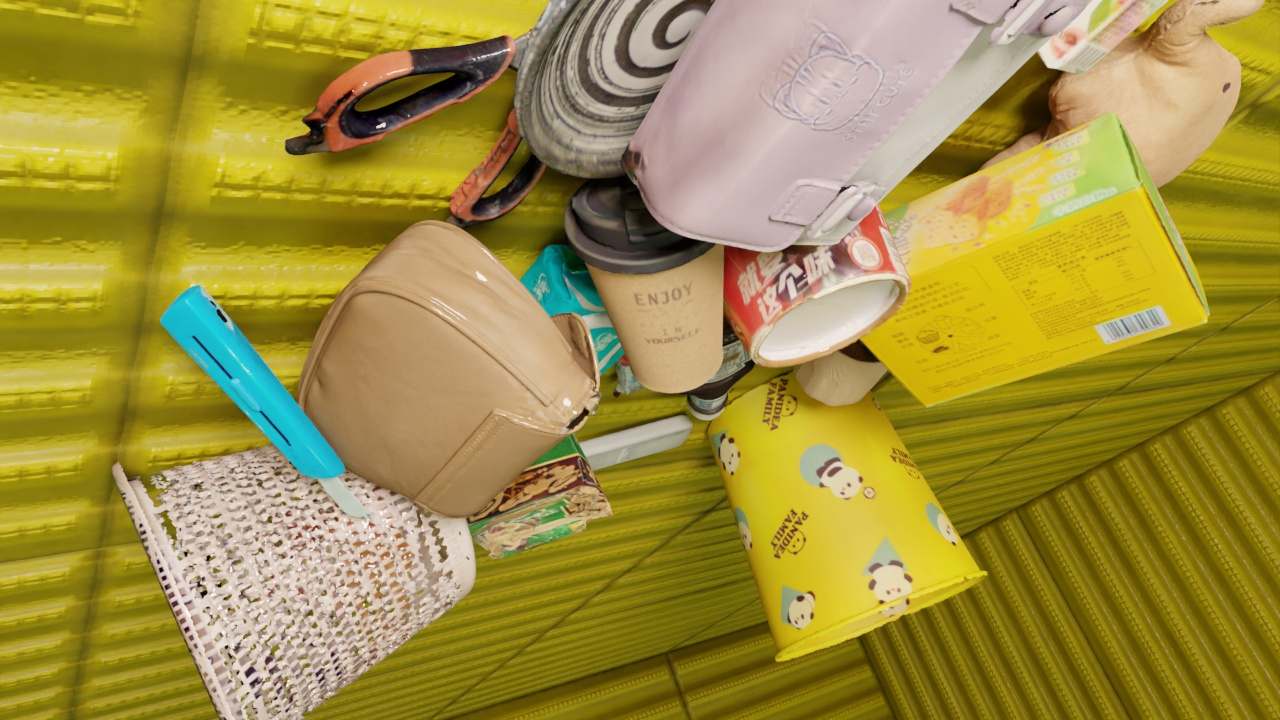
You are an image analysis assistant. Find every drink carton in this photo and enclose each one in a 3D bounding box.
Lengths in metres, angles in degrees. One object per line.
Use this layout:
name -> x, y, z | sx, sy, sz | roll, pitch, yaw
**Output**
drink carton -> 0.261, -0.213, 0.483 | 0.045, 0.053, 0.123 | -6, 152, -42

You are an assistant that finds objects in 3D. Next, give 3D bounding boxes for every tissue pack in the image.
tissue pack -> -0.045, -0.027, 0.626 | 0.093, 0.050, 0.134 | 0, 148, -40

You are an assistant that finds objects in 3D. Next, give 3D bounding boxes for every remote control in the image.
remote control -> -0.013, 0.086, 0.939 | 0.135, 0.020, 0.056 | -14, 157, -19

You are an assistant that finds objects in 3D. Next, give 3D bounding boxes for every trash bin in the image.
trash bin -> -0.235, 0.142, 0.658 | 0.191, 0.227, 0.228 | -24, 161, -30
trash bin -> 0.201, 0.156, 0.978 | 0.229, 0.255, 0.230 | -18, 157, -8

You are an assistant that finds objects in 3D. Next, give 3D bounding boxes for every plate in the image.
plate -> 0.019, -0.152, 0.424 | 0.179, 0.024, 0.180 | -28, 163, -10

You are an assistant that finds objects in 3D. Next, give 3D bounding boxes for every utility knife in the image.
utility knife -> -0.212, 0.034, 0.538 | 0.034, 0.018, 0.187 | -14, 127, 18

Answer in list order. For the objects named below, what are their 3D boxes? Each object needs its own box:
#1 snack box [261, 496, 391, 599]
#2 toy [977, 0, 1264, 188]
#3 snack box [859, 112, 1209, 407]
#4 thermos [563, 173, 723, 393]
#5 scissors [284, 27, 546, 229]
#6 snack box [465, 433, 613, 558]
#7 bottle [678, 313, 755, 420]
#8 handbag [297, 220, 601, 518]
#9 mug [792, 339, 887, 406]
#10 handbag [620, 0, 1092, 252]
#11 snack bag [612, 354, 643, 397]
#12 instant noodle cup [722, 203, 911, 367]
snack box -> -0.287, 0.172, 0.858 | 0.113, 0.044, 0.127 | -5, 151, -36
toy -> 0.328, -0.164, 0.613 | 0.143, 0.082, 0.227 | -7, 152, -23
snack box -> 0.259, -0.058, 0.647 | 0.211, 0.069, 0.157 | -22, 136, 35
thermos -> 0.011, -0.048, 0.536 | 0.093, 0.093, 0.143 | -19, 137, -6
scissors -> -0.056, -0.132, 0.429 | 0.226, 0.015, 0.189 | -24, 159, -5
snack box -> -0.098, 0.092, 0.773 | 0.117, 0.105, 0.118 | -19, 156, -1
bottle -> 0.061, 0.004, 0.797 | 0.080, 0.044, 0.195 | -19, 158, -6
handbag -> -0.115, 0.010, 0.541 | 0.205, 0.148, 0.099 | -41, -165, 50
mug -> 0.198, -0.027, 0.820 | 0.124, 0.084, 0.104 | -43, 165, -20
handbag -> 0.097, -0.137, 0.405 | 0.144, 0.098, 0.198 | -7, 151, -40
snack bag -> -0.005, 0.004, 0.760 | 0.045, 0.026, 0.105 | -28, 159, -9
instant noodle cup -> 0.100, -0.068, 0.589 | 0.138, 0.108, 0.138 | -18, 156, -8
